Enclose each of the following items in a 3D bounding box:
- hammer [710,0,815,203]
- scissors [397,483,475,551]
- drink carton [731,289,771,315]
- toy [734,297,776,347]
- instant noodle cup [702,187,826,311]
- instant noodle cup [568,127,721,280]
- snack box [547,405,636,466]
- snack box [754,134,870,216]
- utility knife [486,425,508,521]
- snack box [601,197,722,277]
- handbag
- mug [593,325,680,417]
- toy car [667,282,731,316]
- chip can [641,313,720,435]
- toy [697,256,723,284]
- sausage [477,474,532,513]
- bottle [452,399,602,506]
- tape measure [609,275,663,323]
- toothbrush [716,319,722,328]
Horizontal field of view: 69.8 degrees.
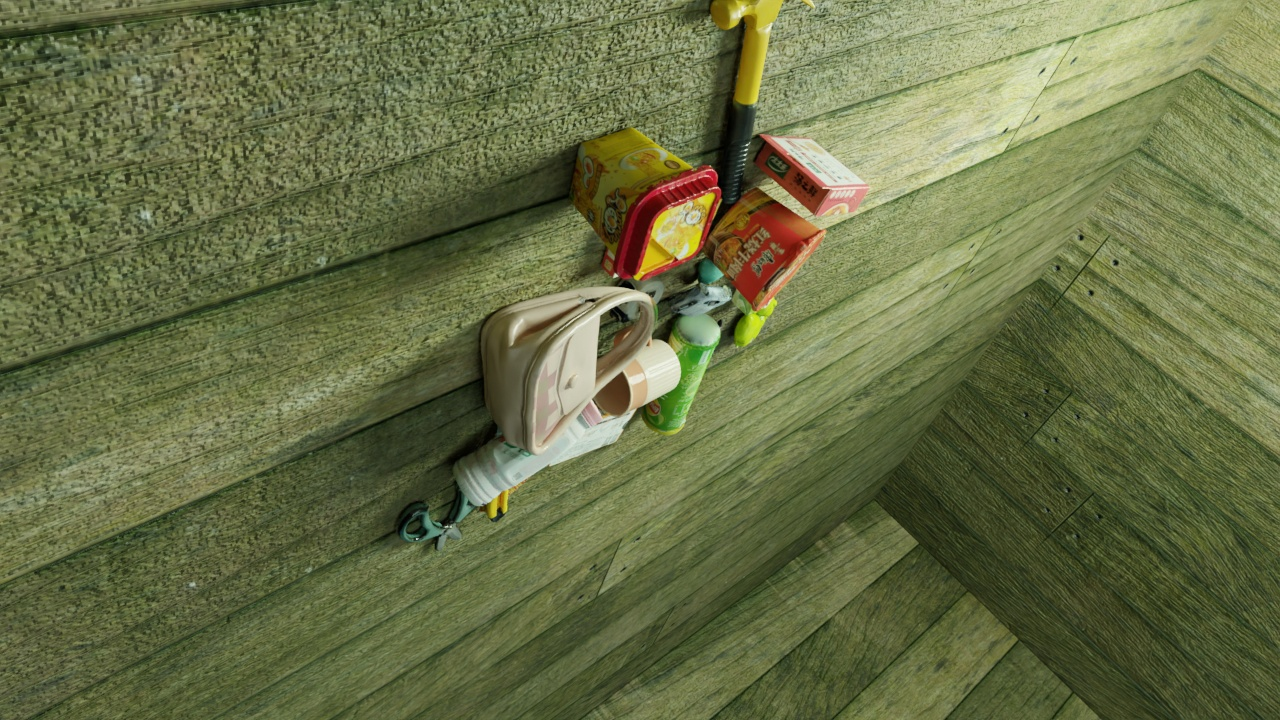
[{"bbox_3d":[0.117,-0.290,1.018,0.128,0.033,0.301,-32,153,-23],"label":"hammer"},{"bbox_3d":[-0.255,0.206,1.258,0.171,0.019,0.177,-41,155,-9],"label":"scissors"},{"bbox_3d":[0.185,-0.126,1.374,0.053,0.045,0.123,-27,151,-36],"label":"drink carton"},{"bbox_3d":[0.184,-0.065,1.492,0.100,0.031,0.096,-48,157,-2],"label":"toy"},{"bbox_3d":[0.155,-0.148,1.185,0.137,0.108,0.138,-47,172,-9],"label":"instant noodle cup"},{"bbox_3d":[-0.002,-0.163,0.923,0.115,0.123,0.116,-27,151,-33],"label":"instant noodle cup"},{"bbox_3d":[-0.072,0.098,1.292,0.153,0.026,0.075,-15,142,-51],"label":"snack box"},{"bbox_3d":[0.210,-0.233,1.156,0.126,0.113,0.044,-13,143,-48],"label":"snack box"},{"bbox_3d":[-0.191,0.149,1.243,0.033,0.015,0.217,-23,141,-33],"label":"utility knife"},{"bbox_3d":[0.026,-0.155,1.100,0.155,0.027,0.077,-25,151,-37],"label":"snack box"},{"bbox_3d":[-0.074,-0.009,1.097,0.233,0.093,0.194,-31,150,-30],"label":"handbag"},{"bbox_3d":[-0.007,0.007,1.264,0.105,0.082,0.115,-23,119,-43],"label":"mug"},{"bbox_3d":[0.085,-0.083,1.278,0.054,0.036,0.120,-24,172,31],"label":"toy car"},{"bbox_3d":[0.059,0.020,1.383,0.072,0.072,0.222,-27,151,-34],"label":"chip can"},{"bbox_3d":[0.116,-0.134,1.275,0.091,0.030,0.097,-34,160,-17],"label":"toy"},{"bbox_3d":[-0.170,0.164,1.317,0.165,0.021,0.021,-41,156,-6],"label":"sausage"},{"bbox_3d":[-0.141,0.111,1.175,0.197,0.068,0.068,-31,156,0],"label":"bottle"},{"bbox_3d":[-0.003,-0.084,1.162,0.065,0.033,0.066,-24,150,-41],"label":"tape measure"},{"bbox_3d":[0.095,0.004,1.487,0.017,0.014,0.190,-32,155,-49],"label":"toothbrush"}]
